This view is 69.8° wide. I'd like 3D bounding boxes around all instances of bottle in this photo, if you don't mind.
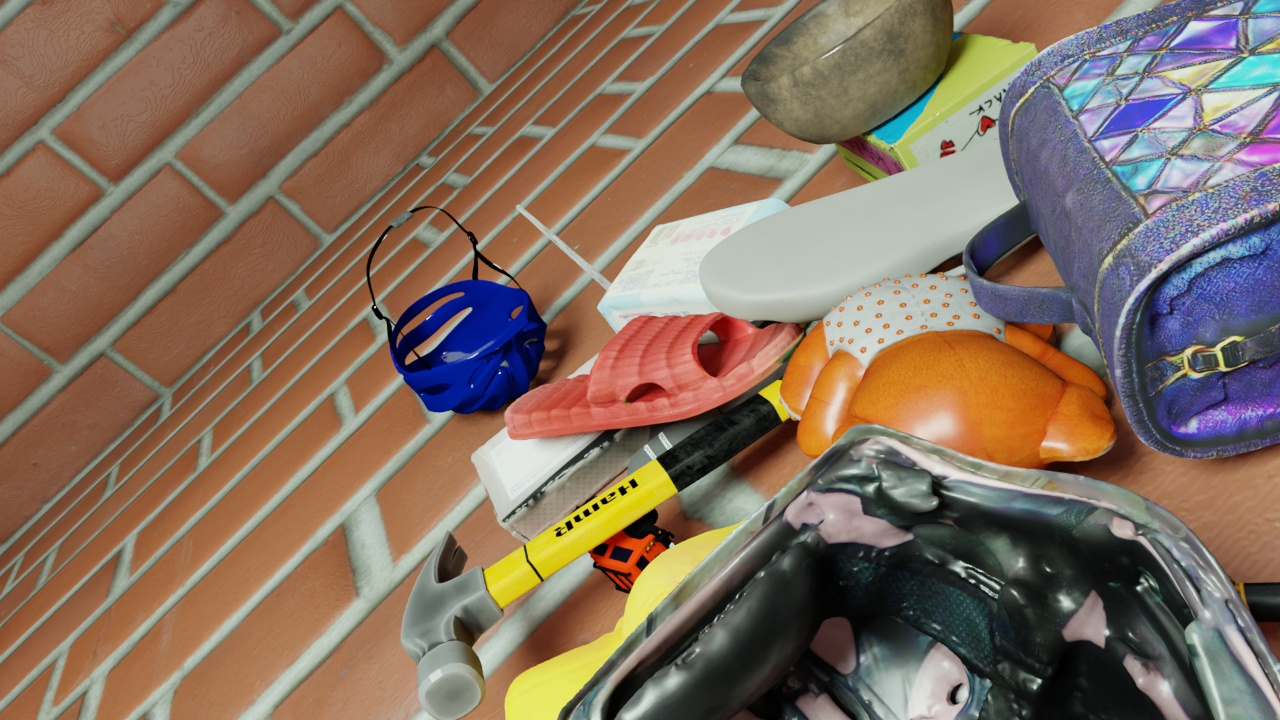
[{"bbox_3d":[0.016,0.073,0.687,0.113,0.030,0.030,-40,27,6],"label":"bottle"}]

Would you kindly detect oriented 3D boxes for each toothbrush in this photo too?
[{"bbox_3d":[-0.043,-0.075,0.815,0.010,0.181,0.010,-25,34,43],"label":"toothbrush"},{"bbox_3d":[0.266,-0.120,0.649,0.184,0.015,0.015,-46,27,-9],"label":"toothbrush"}]

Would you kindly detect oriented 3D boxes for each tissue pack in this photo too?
[{"bbox_3d":[0.054,-0.068,0.763,0.182,0.070,0.111,-1,47,52],"label":"tissue pack"},{"bbox_3d":[-0.046,0.062,0.763,0.181,0.071,0.104,-42,42,5],"label":"tissue pack"}]

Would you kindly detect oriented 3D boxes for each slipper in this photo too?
[{"bbox_3d":[0.175,-0.070,0.609,0.266,0.081,0.112,-22,36,2],"label":"slipper"},{"bbox_3d":[-0.004,0.004,0.664,0.249,0.059,0.103,-15,17,29],"label":"slipper"}]

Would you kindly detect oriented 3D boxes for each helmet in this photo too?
[{"bbox_3d":[0.100,0.159,0.312,0.229,0.152,0.256,-46,29,-11],"label":"helmet"},{"bbox_3d":[-0.199,-0.049,0.938,0.147,0.228,0.242,-44,26,-25],"label":"helmet"}]

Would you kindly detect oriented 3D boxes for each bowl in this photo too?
[{"bbox_3d":[0.162,-0.228,0.695,0.162,0.070,0.162,-32,24,16],"label":"bowl"}]

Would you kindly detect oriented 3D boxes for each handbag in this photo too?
[{"bbox_3d":[0.266,-0.072,0.428,0.222,0.125,0.204,-18,34,19],"label":"handbag"}]

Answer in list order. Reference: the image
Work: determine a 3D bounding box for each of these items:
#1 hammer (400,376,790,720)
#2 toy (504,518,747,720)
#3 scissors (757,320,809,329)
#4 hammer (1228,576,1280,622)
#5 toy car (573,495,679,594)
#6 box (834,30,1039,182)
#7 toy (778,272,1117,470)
[{"bbox_3d":[-0.010,0.088,0.588,0.324,0.034,0.170,-33,20,-5],"label":"hammer"},{"bbox_3d":[0.010,0.163,0.504,0.194,0.087,0.134,-39,23,8],"label":"toy"},{"bbox_3d":[0.146,-0.077,0.747,0.228,0.016,0.134,-41,25,0],"label":"scissors"},{"bbox_3d":[0.234,0.097,0.358,0.322,0.036,0.123,-14,39,40],"label":"hammer"},{"bbox_3d":[-0.010,0.127,0.617,0.100,0.051,0.048,-1,45,53],"label":"toy car"},{"bbox_3d":[0.228,-0.195,0.731,0.124,0.082,0.220,-36,21,7],"label":"box"},{"bbox_3d":[0.159,0.019,0.486,0.164,0.093,0.172,-10,25,6],"label":"toy"}]
